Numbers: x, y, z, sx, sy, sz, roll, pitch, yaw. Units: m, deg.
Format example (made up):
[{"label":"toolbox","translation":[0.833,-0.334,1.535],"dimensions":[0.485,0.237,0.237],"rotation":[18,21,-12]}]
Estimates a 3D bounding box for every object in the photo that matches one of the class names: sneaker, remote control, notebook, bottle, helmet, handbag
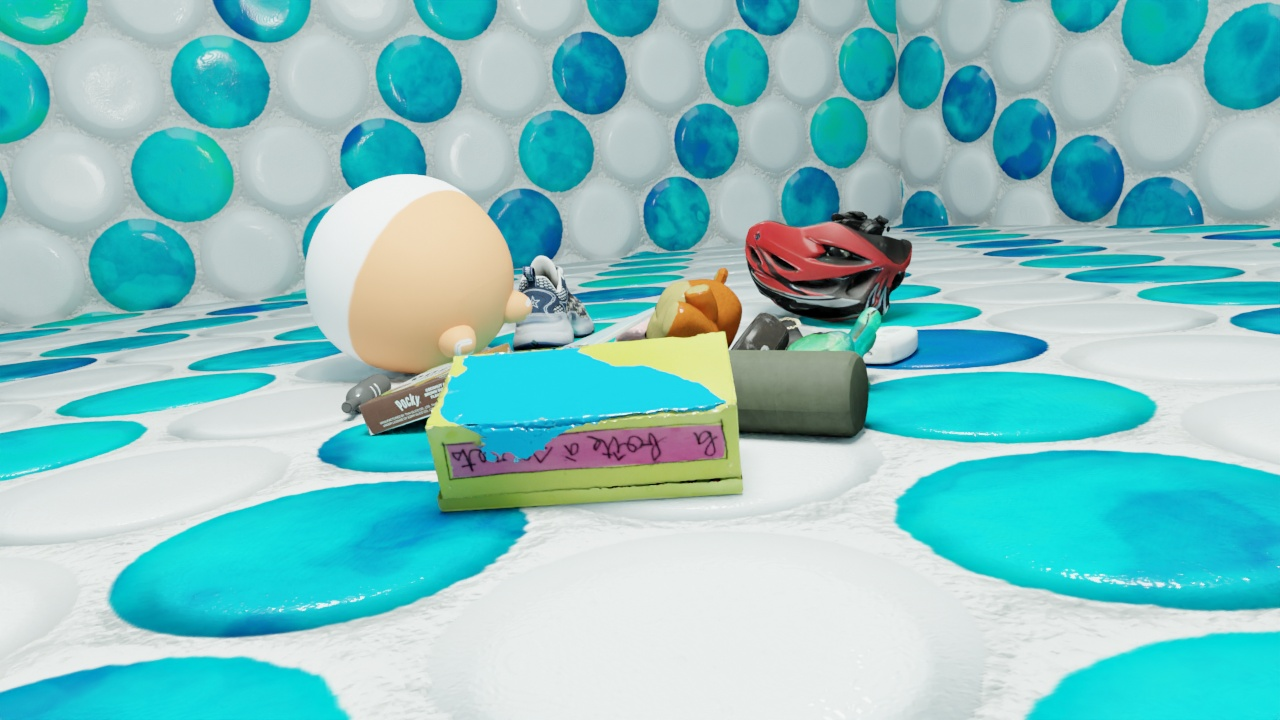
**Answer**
[{"label":"sneaker","translation":[-0.138,-0.097,1.415],"dimensions":[0.103,0.132,0.269],"rotation":[-5,9,8]},{"label":"remote control","translation":[0.287,-0.018,1.072],"dimensions":[0.060,0.028,0.114],"rotation":[2,12,33]},{"label":"notebook","translation":[-0.077,-0.012,1.052],"dimensions":[0.181,0.009,0.252],"rotation":[-23,5,26]},{"label":"bottle","translation":[-0.309,0.040,1.025],"dimensions":[0.030,0.030,0.113],"rotation":[-4,10,2]},{"label":"helmet","translation":[0.274,-0.146,1.387],"dimensions":[0.217,0.167,0.272],"rotation":[5,8,-36]},{"label":"bottle","translation":[0.089,0.027,0.800],"dimensions":[0.207,0.071,0.071],"rotation":[1,12,28]},{"label":"handbag","translation":[0.155,-0.013,1.078],"dimensions":[0.079,0.054,0.128],"rotation":[-15,12,6]}]

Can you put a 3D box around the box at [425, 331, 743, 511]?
[{"label":"box","translation":[-0.039,0.044,0.683],"dimensions":[0.221,0.080,0.124],"rotation":[-7,26,3]}]

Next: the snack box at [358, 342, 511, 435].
[{"label":"snack box","translation":[-0.209,0.027,0.978],"dimensions":[0.101,0.031,0.185],"rotation":[-18,7,13]}]

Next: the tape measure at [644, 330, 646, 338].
[{"label":"tape measure","translation":[0.037,-0.025,1.142],"dimensions":[0.058,0.059,0.038],"rotation":[-36,24,-27]}]

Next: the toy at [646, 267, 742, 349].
[{"label":"toy","translation":[0.055,-0.031,0.925],"dimensions":[0.096,0.112,0.175],"rotation":[32,27,16]}]

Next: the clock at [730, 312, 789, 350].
[{"label":"clock","translation":[0.114,-0.004,0.921],"dimensions":[0.044,0.091,0.122],"rotation":[37,27,2]}]

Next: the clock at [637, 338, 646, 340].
[{"label":"clock","translation":[-0.006,0.006,1.019],"dimensions":[0.096,0.048,0.138],"rotation":[-9,11,-22]}]

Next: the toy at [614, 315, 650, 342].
[{"label":"toy","translation":[0.018,-0.029,1.209],"dimensions":[0.105,0.053,0.108],"rotation":[8,12,8]}]

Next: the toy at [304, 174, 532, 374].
[{"label":"toy","translation":[-0.295,-0.102,1.220],"dimensions":[0.281,0.266,0.261],"rotation":[29,39,18]}]

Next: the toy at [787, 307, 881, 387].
[{"label":"toy","translation":[0.185,0.006,0.895],"dimensions":[0.131,0.072,0.193],"rotation":[-43,-14,28]}]
